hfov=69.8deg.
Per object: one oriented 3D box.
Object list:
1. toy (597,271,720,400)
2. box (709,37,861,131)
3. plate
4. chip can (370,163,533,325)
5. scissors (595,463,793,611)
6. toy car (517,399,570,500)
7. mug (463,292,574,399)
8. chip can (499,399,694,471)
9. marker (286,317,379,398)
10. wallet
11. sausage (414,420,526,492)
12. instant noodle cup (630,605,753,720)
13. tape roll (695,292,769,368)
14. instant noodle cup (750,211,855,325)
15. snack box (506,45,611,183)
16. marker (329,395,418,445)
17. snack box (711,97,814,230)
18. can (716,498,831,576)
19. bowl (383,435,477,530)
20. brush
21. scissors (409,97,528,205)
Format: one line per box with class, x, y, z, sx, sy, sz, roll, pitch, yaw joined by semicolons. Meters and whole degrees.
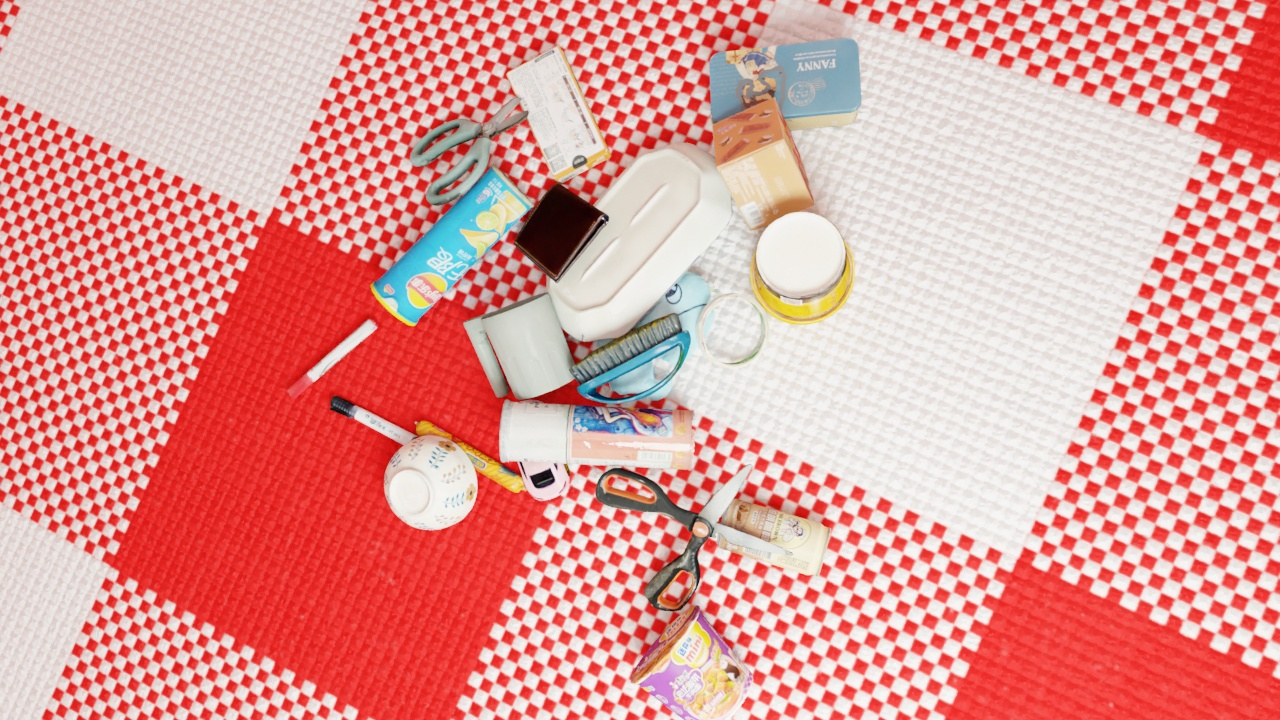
toy;0.024;-0.039;1.062;0.156;0.049;0.161;-16;86;11
box;0.171;-0.311;1.052;0.184;0.062;0.089;-5;85;12
plate;-0.012;-0.144;1.058;0.266;0.034;0.162;-47;58;5
chip can;-0.227;-0.139;1.107;0.210;0.071;0.071;-44;79;4
scissors;0.049;0.189;1.001;0.234;0.021;0.221;21;117;16
toy car;-0.123;0.105;1.084;0.056;0.037;0.122;-22;80;7
mug;-0.142;-0.013;1.071;0.124;0.083;0.103;-14;102;36
chip can;-0.047;0.085;1.033;0.215;0.071;0.071;3;85;0
marker;-0.387;-0.003;1.154;0.145;0.017;0.017;-39;79;5
wallet;-0.096;-0.151;1.075;0.096;0.020;0.122;-54;41;4
sausage;-0.206;0.115;1.106;0.165;0.021;0.021;29;90;12
instant noodle cup;0.060;0.341;0.996;0.099;0.111;0.111;45;94;2
tape roll;0.105;-0.034;1.042;0.085;0.014;0.086;-3;100;-16
instant noodle cup;0.176;-0.104;1.005;0.118;0.114;0.118;-1;85;11
snack box;-0.100;-0.301;1.121;0.075;0.026;0.153;-26;80;8
marker;-0.328;0.078;1.135;0.131;0.018;0.022;26;91;13
snack box;0.134;-0.216;1.010;0.077;0.093;0.094;-21;40;18
can;0.146;0.194;1.012;0.116;0.058;0.058;15;88;12
bowl;-0.256;0.149;1.080;0.113;0.062;0.113;2;96;15
brush;-0.006;0.006;1.021;0.144;0.055;0.073;-28;88;15
scissors;-0.206;-0.249;1.105;0.177;0.019;0.171;-17;54;18
